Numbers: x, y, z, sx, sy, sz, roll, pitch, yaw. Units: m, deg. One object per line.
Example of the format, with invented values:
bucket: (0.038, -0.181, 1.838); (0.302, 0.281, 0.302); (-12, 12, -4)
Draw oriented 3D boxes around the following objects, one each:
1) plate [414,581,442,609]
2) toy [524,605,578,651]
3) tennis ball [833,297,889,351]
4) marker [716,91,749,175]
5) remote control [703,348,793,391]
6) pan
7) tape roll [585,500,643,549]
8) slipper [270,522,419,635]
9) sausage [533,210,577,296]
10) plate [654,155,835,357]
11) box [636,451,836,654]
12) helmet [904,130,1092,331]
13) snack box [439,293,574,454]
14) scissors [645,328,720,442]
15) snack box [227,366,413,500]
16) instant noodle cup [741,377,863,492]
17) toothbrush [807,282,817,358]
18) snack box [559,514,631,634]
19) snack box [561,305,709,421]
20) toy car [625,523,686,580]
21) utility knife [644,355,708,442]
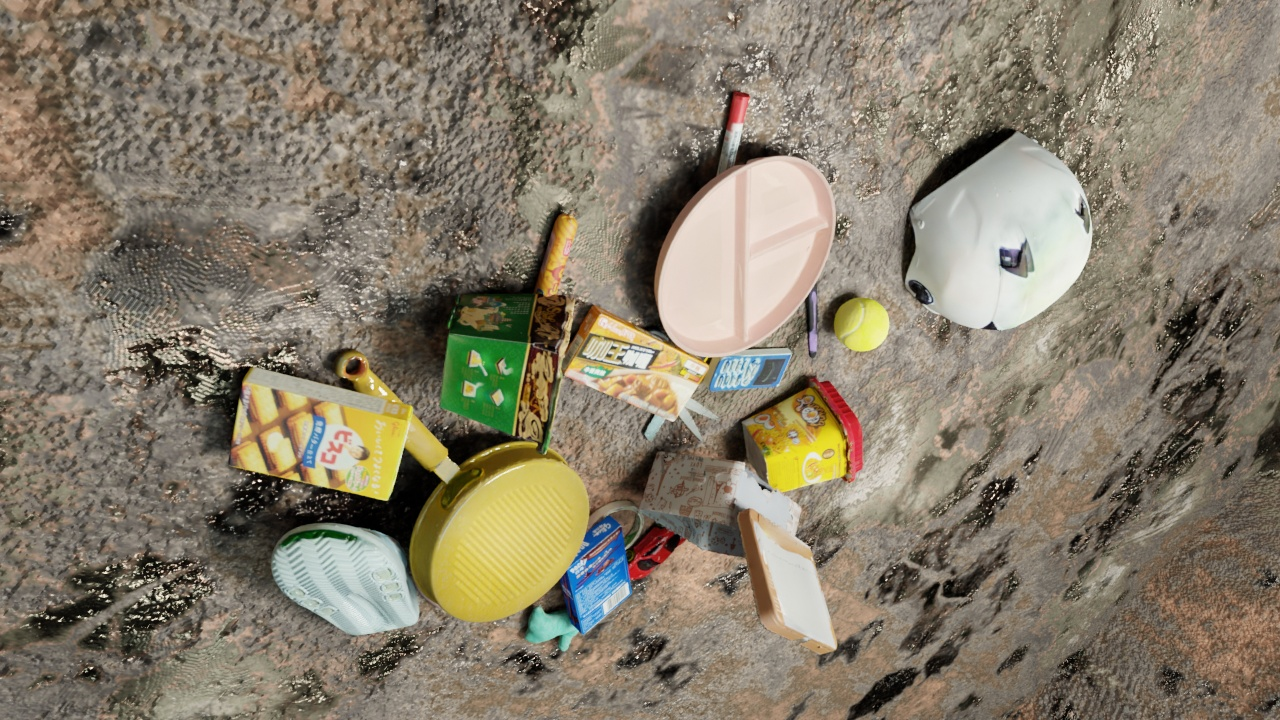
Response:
plate: (-0.157, 0.219, 1.032); (0.192, 0.039, 0.193); (-19, 132, -23)
toy: (-0.105, 0.341, 1.172); (0.091, 0.030, 0.097); (-3, 127, -31)
tennis ball: (0.268, -0.044, 1.112); (0.065, 0.065, 0.066); (-19, 132, -23)
marker: (0.084, -0.191, 0.903); (0.017, 0.017, 0.145); (-10, 128, -29)
remote control: (0.127, 0.009, 1.082); (0.124, 0.024, 0.049); (-1, 123, -39)
pan: (-0.179, 0.121, 0.902); (0.197, 0.078, 0.358); (-44, 135, -15)
tape roll: (-0.035, 0.210, 1.130); (0.085, 0.014, 0.086); (-19, 131, -23)
slipper: (-0.279, 0.210, 0.910); (0.104, 0.074, 0.246); (-11, 148, -4)
sausage: (-0.090, -0.067, 0.871); (0.021, 0.021, 0.165); (0, 123, -36)
plate: (0.108, -0.107, 0.954); (0.229, 0.028, 0.230); (-22, 134, -25)
box: (0.130, 0.210, 1.068); (0.136, 0.269, 0.179); (-49, 137, 2)
helmet: (0.455, -0.133, 1.118); (0.228, 0.146, 0.259); (-32, 136, -11)
snack box: (-0.123, 0.001, 0.834); (0.105, 0.118, 0.118); (11, 120, -5)
scissors: (0.031, 0.030, 1.020); (0.163, 0.014, 0.164); (-4, 118, -23)
snack box: (-0.276, 0.065, 0.793); (0.140, 0.033, 0.087); (15, 115, -14)
instant noodle cup: (0.201, 0.102, 1.153); (0.123, 0.116, 0.116); (-20, 133, -7)
toothbrush: (0.203, -0.071, 1.087); (0.014, 0.016, 0.189); (-19, 136, -8)
snack box: (-0.055, 0.262, 1.113); (0.084, 0.026, 0.157); (-35, 142, -26)
snack box: (-0.006, 0.006, 0.963); (0.153, 0.026, 0.075); (25, 103, -33)
toy car: (0.018, 0.245, 1.184); (0.106, 0.031, 0.049); (-43, 135, 4)
utility knife: (0.062, 0.004, 1.039); (0.033, 0.015, 0.224); (15, 113, -39)
